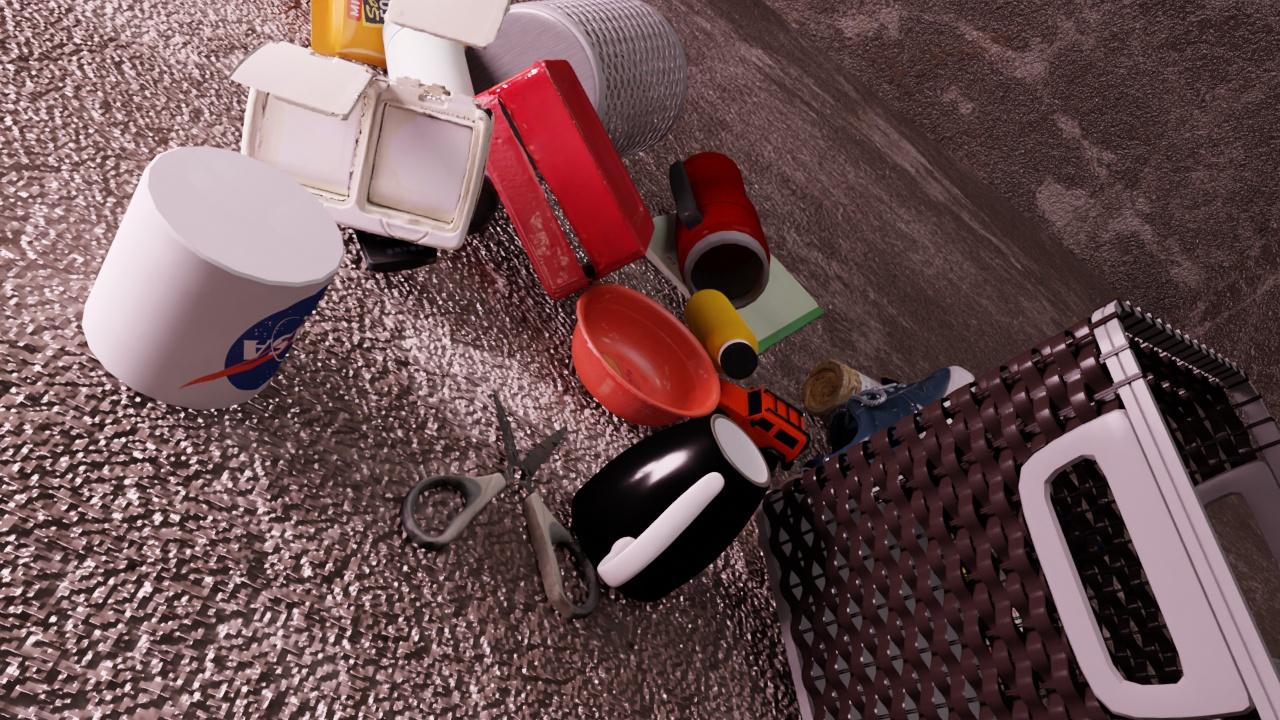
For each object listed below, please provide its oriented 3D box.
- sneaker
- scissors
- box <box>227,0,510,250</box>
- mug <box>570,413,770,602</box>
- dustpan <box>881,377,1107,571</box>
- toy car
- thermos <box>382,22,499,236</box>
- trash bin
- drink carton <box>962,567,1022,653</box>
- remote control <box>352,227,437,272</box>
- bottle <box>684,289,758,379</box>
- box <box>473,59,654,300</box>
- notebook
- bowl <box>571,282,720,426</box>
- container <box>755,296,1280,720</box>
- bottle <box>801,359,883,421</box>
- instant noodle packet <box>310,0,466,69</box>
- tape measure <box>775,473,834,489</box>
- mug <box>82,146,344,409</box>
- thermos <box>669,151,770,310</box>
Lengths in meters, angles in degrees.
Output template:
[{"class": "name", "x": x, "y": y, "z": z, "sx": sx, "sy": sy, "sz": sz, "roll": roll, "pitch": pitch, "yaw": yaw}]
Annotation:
[{"class": "sneaker", "x": 0.214, "y": 0.062, "z": 0.806, "sx": 0.087, "sy": 0.089, "sz": 0.234, "roll": 42, "pitch": 46, "yaw": 12}, {"class": "scissors", "x": -0.074, "y": 0.079, "z": 0.530, "sx": 0.157, "sy": 0.013, "sz": 0.171, "roll": 0, "pitch": 49, "yaw": -53}, {"class": "box", "x": -0.154, "y": -0.155, "z": 0.521, "sx": 0.143, "sy": 0.188, "sz": 0.105, "roll": 12, "pitch": 21, "yaw": -11}, {"class": "mug", "x": 0.018, "y": 0.085, "z": 0.525, "sx": 0.085, "sy": 0.100, "sz": 0.118, "roll": 49, "pitch": 22, "yaw": 0}, {"class": "dustpan", "x": 0.369, "y": 0.126, "z": 0.941, "sx": 0.236, "sy": 0.080, "sz": 0.272, "roll": 37, "pitch": 29, "yaw": -10}, {"class": "toy car", "x": 0.089, "y": 0.047, "z": 0.736, "sx": 0.100, "sy": 0.049, "sz": 0.051, "roll": 33, "pitch": 30, "yaw": -15}, {"class": "thermos", "x": -0.161, "y": -0.197, "z": 0.726, "sx": 0.067, "sy": 0.068, "sz": 0.229, "roll": 18, "pitch": 41, "yaw": -37}, {"class": "trash bin", "x": -0.062, "y": -0.258, "z": 0.858, "sx": 0.156, "sy": 0.157, "sz": 0.182, "roll": 44, "pitch": 31, "yaw": 4}, {"class": "drink carton", "x": 0.272, "y": 0.194, "z": 0.772, "sx": 0.129, "sy": 0.039, "sz": 0.044, "roll": 44, "pitch": 29, "yaw": 2}, {"class": "remote control", "x": -0.186, "y": -0.115, "z": 0.638, "sx": 0.047, "sy": 0.022, "sz": 0.150, "roll": -11, "pitch": 54, "yaw": -27}, {"class": "bottle", "x": 0.068, "y": -0.021, "z": 0.767, "sx": 0.043, "sy": 0.043, "sz": 0.143, "roll": 33, "pitch": 12, "yaw": -16}, {"class": "box", "x": -0.059, "y": -0.137, "z": 0.686, "sx": 0.128, "sy": 0.087, "sz": 0.158, "roll": -76, "pitch": 142, "yaw": -71}, {"class": "notebook", "x": 0.098, "y": -0.093, "z": 0.979, "sx": 0.182, "sy": 0.010, "sz": 0.251, "roll": 47, "pitch": 29, "yaw": 9}, {"class": "bowl", "x": -0.004, "y": 0.004, "z": 0.682, "sx": 0.130, "sy": 0.045, "sz": 0.130, "roll": 30, "pitch": 31, "yaw": -21}, {"class": "container", "x": 0.247, "y": 0.146, "z": 0.539, "sx": 0.245, "sy": 0.244, "sz": 0.247, "roll": 13, "pitch": 56, "yaw": -42}, {"class": "bottle", "x": 0.212, "y": 0.043, "z": 0.885, "sx": 0.105, "sy": 0.056, "sz": 0.056, "roll": 25, "pitch": 33, "yaw": -29}, {"class": "instant noodle packet", "x": -0.201, "y": -0.333, "z": 0.836, "sx": 0.220, "sy": 0.032, "sz": 0.160, "roll": 0, "pitch": 90, "yaw": -51}, {"class": "tape measure", "x": 0.125, "y": 0.116, "z": 0.678, "sx": 0.058, "sy": 0.059, "sz": 0.038, "roll": 32, "pitch": 30, "yaw": -13}, {"class": "mug", "x": -0.203, "y": -0.046, "z": 0.457, "sx": 0.091, "sy": 0.090, "sz": 0.121, "roll": 38, "pitch": 29, "yaw": -8}, {"class": "thermos", "x": 0.068, "y": -0.140, "z": 0.898, "sx": 0.108, "sy": 0.084, "sz": 0.198, "roll": 46, "pitch": 22, "yaw": -28}]
